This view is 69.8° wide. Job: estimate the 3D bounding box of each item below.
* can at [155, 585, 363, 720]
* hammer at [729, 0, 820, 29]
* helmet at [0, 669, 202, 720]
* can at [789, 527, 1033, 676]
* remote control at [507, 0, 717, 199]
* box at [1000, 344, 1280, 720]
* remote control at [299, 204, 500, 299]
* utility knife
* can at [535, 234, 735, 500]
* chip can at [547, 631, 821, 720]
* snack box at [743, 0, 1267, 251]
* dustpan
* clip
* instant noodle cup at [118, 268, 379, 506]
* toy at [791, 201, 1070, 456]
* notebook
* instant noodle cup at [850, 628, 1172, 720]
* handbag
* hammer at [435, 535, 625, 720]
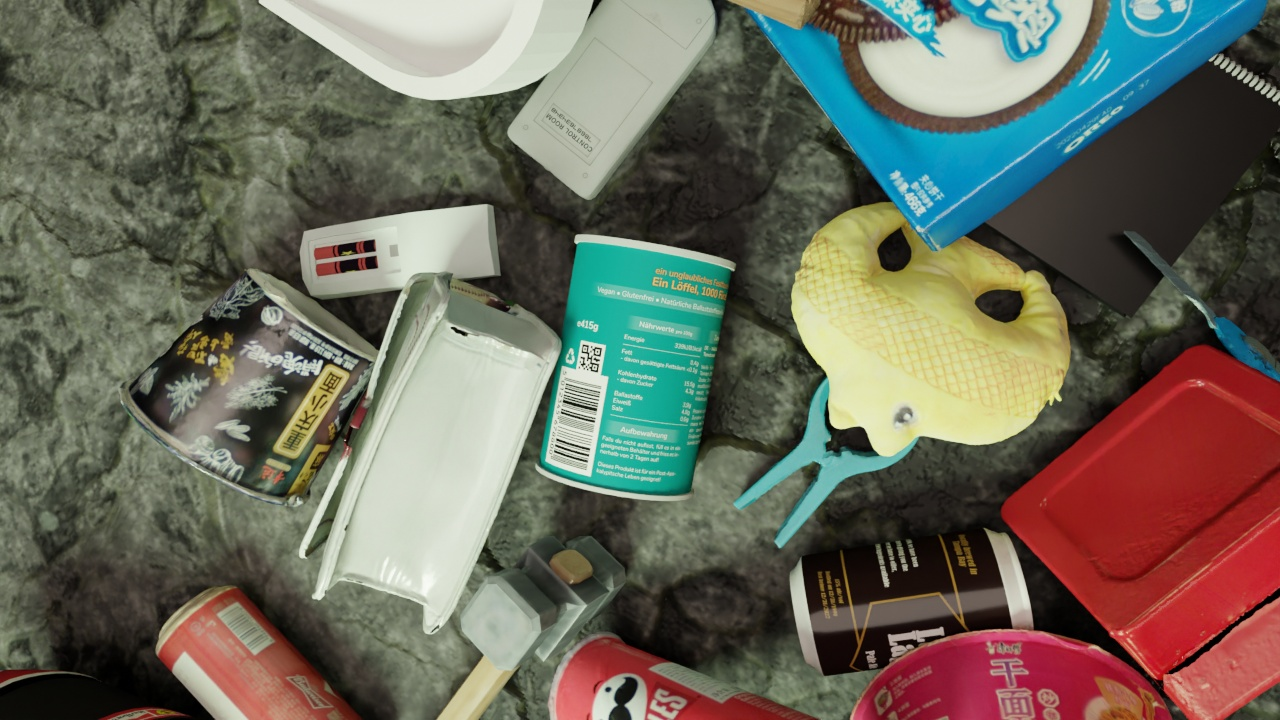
[{"bbox_3d":[-0.258,0.235,0.640,0.170,0.067,0.067,42,99,8],"label":"can"},{"bbox_3d":[-0.035,-0.276,0.559,0.328,0.052,0.098,35,106,21],"label":"hammer"},{"bbox_3d":[-0.363,0.336,0.597,0.225,0.197,0.271,-10,89,20],"label":"helmet"},{"bbox_3d":[0.158,0.144,0.548,0.129,0.072,0.072,-12,88,12],"label":"can"},{"bbox_3d":[-0.016,-0.186,0.606,0.074,0.019,0.151,40,99,9],"label":"remote control"},{"bbox_3d":[0.303,0.088,0.494,0.157,0.147,0.156,-41,72,10],"label":"box"},{"bbox_3d":[-0.171,-0.075,0.638,0.143,0.024,0.049,-6,90,12],"label":"remote control"},{"bbox_3d":[0.355,0.006,0.521,0.225,0.031,0.015,46,132,4],"label":"utility knife"},{"bbox_3d":[-0.003,0.003,0.565,0.099,0.099,0.144,11,93,11],"label":"can"},{"bbox_3d":[0.049,0.218,0.512,0.233,0.073,0.073,4,92,46],"label":"chip can"},{"bbox_3d":[0.174,-0.211,0.508,0.196,0.056,0.238,-37,70,16],"label":"snack box"},{"bbox_3d":[-0.147,-0.268,0.562,0.258,0.053,0.192,30,121,17],"label":"dustpan"},{"bbox_3d":[0.133,0.069,0.577,0.121,0.031,0.130,22,95,6],"label":"clip"},{"bbox_3d":[-0.246,0.012,0.608,0.137,0.137,0.112,36,87,9],"label":"instant noodle cup"},{"bbox_3d":[0.166,-0.016,0.539,0.170,0.065,0.154,32,71,8],"label":"toy"},{"bbox_3d":[0.248,-0.145,0.543,0.206,0.016,0.149,35,100,5],"label":"notebook"},{"bbox_3d":[0.206,0.241,0.501,0.179,0.077,0.179,5,117,9],"label":"instant noodle cup"},{"bbox_3d":[-0.135,0.048,0.576,0.096,0.142,0.198,21,95,-19],"label":"handbag"},{"bbox_3d":[-0.130,0.249,0.604,0.051,0.117,0.323,41,107,18],"label":"hammer"}]
